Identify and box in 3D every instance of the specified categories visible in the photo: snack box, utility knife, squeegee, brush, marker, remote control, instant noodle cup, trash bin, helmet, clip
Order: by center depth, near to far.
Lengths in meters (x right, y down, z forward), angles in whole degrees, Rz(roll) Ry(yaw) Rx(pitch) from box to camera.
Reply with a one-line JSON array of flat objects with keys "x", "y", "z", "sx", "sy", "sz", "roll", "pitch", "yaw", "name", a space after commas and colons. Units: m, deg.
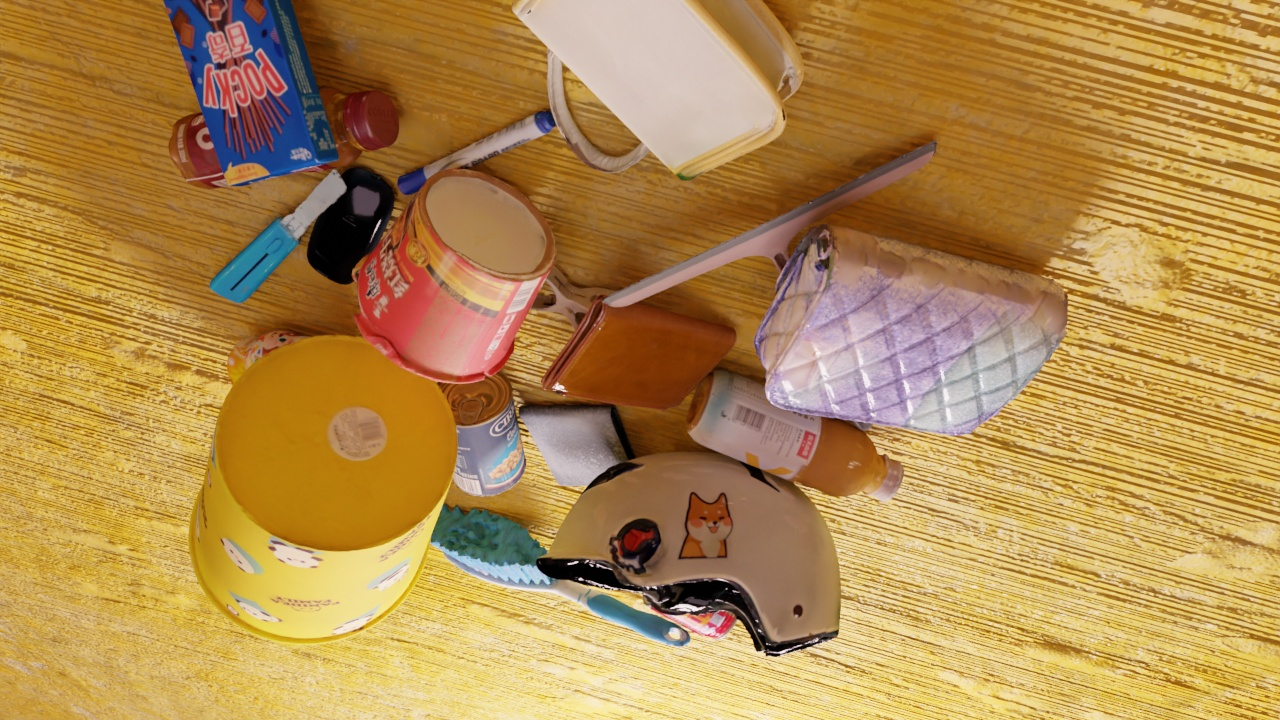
[{"x": -0.265, "y": -0.203, "z": 0.618, "sx": 0.085, "sy": 0.026, "sz": 0.157, "roll": -8, "pitch": 105, "yaw": 24, "name": "snack box"}, {"x": -0.123, "y": -0.153, "z": 0.679, "sx": 0.146, "sy": 0.016, "sz": 0.017, "roll": -15, "pitch": 128, "yaw": 30, "name": "marker"}, {"x": -0.133, "y": -0.068, "z": 0.691, "sx": 0.138, "sy": 0.137, "sz": 0.109, "roll": 31, "pitch": 129, "yaw": -15, "name": "instant noodle cup"}, {"x": 0.135, "y": -0.028, "z": 0.711, "sx": 0.248, "sy": 0.040, "sz": 0.249, "roll": -24, "pitch": 131, "yaw": 15, "name": "squeegee"}, {"x": -0.053, "y": -0.048, "z": 0.757, "sx": 0.100, "sy": 0.034, "sz": 0.071, "roll": 27, "pitch": 137, "yaw": 2, "name": "clip"}, {"x": -0.245, "y": -0.105, "z": 0.761, "sx": 0.053, "sy": 0.024, "sz": 0.137, "roll": 32, "pitch": 135, "yaw": -13, "name": "remote control"}, {"x": -0.306, "y": -0.102, "z": 0.774, "sx": 0.034, "sy": 0.018, "sz": 0.239, "roll": 42, "pitch": 136, "yaw": -23, "name": "utility knife"}, {"x": -0.279, "y": 0.114, "z": 0.816, "sx": 0.229, "sy": 0.229, "sz": 0.256, "roll": 26, "pitch": 147, "yaw": -10, "name": "trash bin"}, {"x": 0.057, "y": 0.162, "z": 0.839, "sx": 0.274, "sy": 0.156, "sz": 0.230, "roll": 14, "pitch": 162, "yaw": 16, "name": "helmet"}, {"x": -0.095, "y": 0.242, "z": 1.023, "sx": 0.315, "sy": 0.060, "sz": 0.110, "roll": 13, "pitch": 144, "yaw": 21, "name": "brush"}]

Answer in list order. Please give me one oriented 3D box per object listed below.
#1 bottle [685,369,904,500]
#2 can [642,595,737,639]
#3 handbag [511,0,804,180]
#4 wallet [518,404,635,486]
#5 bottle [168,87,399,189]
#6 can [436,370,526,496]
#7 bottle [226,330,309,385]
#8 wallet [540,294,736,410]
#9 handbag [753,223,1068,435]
[{"x": 0.134, "y": 0.070, "z": 0.789, "sx": 0.189, "sy": 0.067, "sz": 0.068, "roll": 23, "pitch": 137, "yaw": -7, "name": "bottle"}, {"x": 0.058, "y": 0.260, "z": 1.010, "sx": 0.093, "sy": 0.066, "sz": 0.067, "roll": 31, "pitch": 135, "yaw": -15, "name": "can"}, {"x": -0.004, "y": -0.190, "z": 0.584, "sx": 0.163, "sy": 0.063, "sz": 0.179, "roll": 41, "pitch": 147, "yaw": -23, "name": "handbag"}, {"x": -0.056, "y": 0.085, "z": 0.904, "sx": 0.097, "sy": 0.019, "sz": 0.121, "roll": -1, "pitch": 136, "yaw": 21, "name": "wallet"}, {"x": -0.263, "y": -0.166, "z": 0.679, "sx": 0.175, "sy": 0.057, "sz": 0.057, "roll": -4, "pitch": 133, "yaw": 20, "name": "bottle"}, {"x": -0.152, "y": 0.069, "z": 0.874, "sx": 0.075, "sy": 0.075, "sz": 0.111, "roll": 8, "pitch": 137, "yaw": 10, "name": "can"}, {"x": -0.337, "y": 0.002, "z": 0.871, "sx": 0.109, "sy": 0.063, "sz": 0.063, "roll": -10, "pitch": 131, "yaw": 26, "name": "bottle"}, {"x": -0.004, "y": 0.004, "z": 0.744, "sx": 0.130, "sy": 0.035, "sz": 0.119, "roll": 12, "pitch": 135, "yaw": -35, "name": "wallet"}, {"x": 0.183, "y": -0.020, "z": 0.647, "sx": 0.193, "sy": 0.075, "sz": 0.134, "roll": 10, "pitch": 133, "yaw": -19, "name": "handbag"}]
